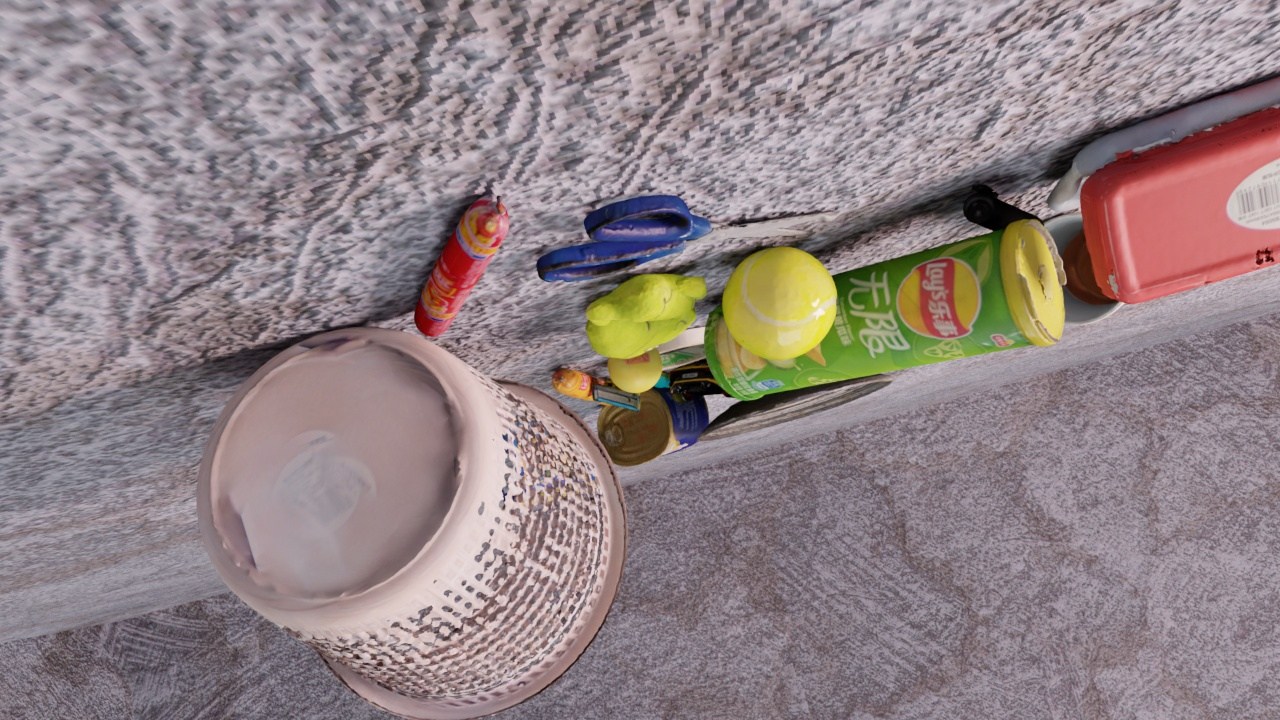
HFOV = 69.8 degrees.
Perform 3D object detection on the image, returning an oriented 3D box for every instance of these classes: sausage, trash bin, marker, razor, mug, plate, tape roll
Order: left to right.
[{"bbox_3d":[-0.132,0.084,0.522,0.227,0.227,0.192,-15,157,2],"label":"trash bin"},{"bbox_3d":[-0.083,-0.037,0.408,0.020,0.020,0.156,-10,169,-25],"label":"sausage"},{"bbox_3d":[-0.043,0.024,0.782,0.021,0.021,0.165,-17,170,11],"label":"sausage"},{"bbox_3d":[0.004,0.021,0.797,0.043,0.028,0.132,10,-172,21],"label":"razor"},{"bbox_3d":[0.025,-0.007,0.732,0.086,0.014,0.086,-14,170,-3],"label":"tape roll"},{"bbox_3d":[0.133,0.035,0.809,0.179,0.024,0.179,-15,169,-3],"label":"plate"},{"bbox_3d":[0.224,-0.087,0.562,0.020,0.022,0.131,-9,176,35],"label":"marker"},{"bbox_3d":[0.339,-0.071,0.684,0.078,0.078,0.122,-23,172,39],"label":"mug"}]

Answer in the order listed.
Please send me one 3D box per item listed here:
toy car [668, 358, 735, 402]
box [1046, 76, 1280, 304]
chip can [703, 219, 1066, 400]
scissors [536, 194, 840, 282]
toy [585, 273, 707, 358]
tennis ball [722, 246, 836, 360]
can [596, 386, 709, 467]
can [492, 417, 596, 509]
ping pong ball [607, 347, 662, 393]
[{"bbox_3d":[0.085,0.015,0.842,0.071,0.041,0.155,-6,176,36],"label":"toy car"},{"bbox_3d":[0.329,-0.109,0.491,0.202,0.095,0.098,-18,-161,11],"label":"box"},{"bbox_3d":[0.141,-0.024,0.572,0.222,0.072,0.072,-13,173,41],"label":"chip can"},{"bbox_3d":[0.024,-0.060,0.461,0.141,0.012,0.170,-21,169,23],"label":"scissors"},{"bbox_3d":[0.000,-0.027,0.547,0.096,0.031,0.100,-7,163,-37],"label":"toy"},{"bbox_3d":[0.080,-0.033,0.528,0.065,0.065,0.065,-14,170,-3],"label":"tennis ball"},{"bbox_3d":[0.010,0.063,0.926,0.049,0.074,0.148,-13,171,-31],"label":"can"},{"bbox_3d":[-0.102,0.103,0.950,0.101,0.083,0.057,-5,166,-42],"label":"can"},{"bbox_3d":[-0.004,0.004,0.676,0.040,0.040,0.040,-14,170,-3],"label":"ping pong ball"}]
